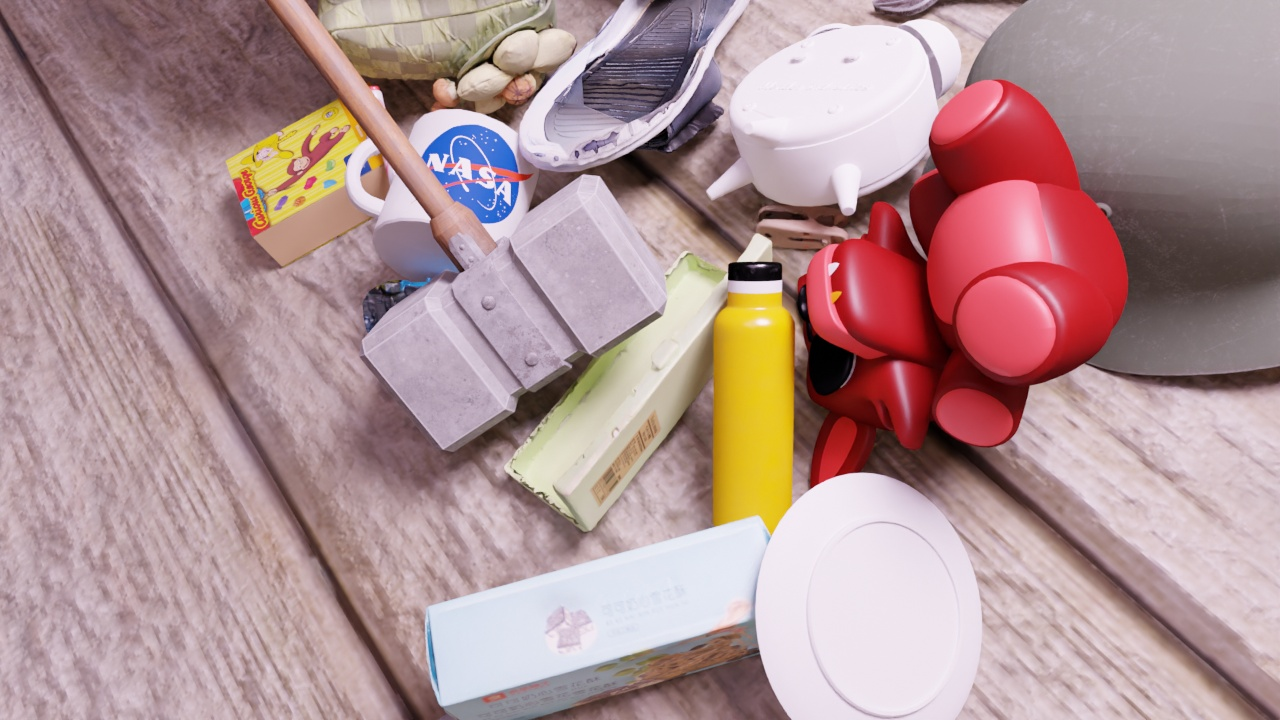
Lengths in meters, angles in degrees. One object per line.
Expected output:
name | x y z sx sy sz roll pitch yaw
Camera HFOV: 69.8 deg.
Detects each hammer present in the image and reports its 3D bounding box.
hammer | -0.138 -0.120 0.508 0.163 0.318 0.082 -33 17 10

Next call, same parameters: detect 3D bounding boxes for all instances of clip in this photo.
clip | 0.105 -0.083 0.593 0.061 0.026 0.049 -23 63 -7

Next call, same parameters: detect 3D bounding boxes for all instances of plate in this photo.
plate | 0.115 0.120 0.436 0.134 0.011 0.134 6 75 -24

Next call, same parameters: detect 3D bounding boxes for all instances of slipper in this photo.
slipper | 0.008 -0.205 0.662 0.111 0.063 0.263 10 53 21

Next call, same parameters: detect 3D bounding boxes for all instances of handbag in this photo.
handbag | -0.141 -0.234 0.682 0.186 0.113 0.117 -10 87 -4

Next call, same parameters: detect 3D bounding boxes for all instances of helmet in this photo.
helmet | 0.276 -0.130 0.497 0.268 0.154 0.226 12 65 37

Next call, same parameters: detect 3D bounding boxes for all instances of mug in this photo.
mug | -0.137 -0.110 0.619 0.121 0.091 0.090 20 64 -15

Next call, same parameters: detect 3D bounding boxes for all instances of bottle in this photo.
bottle | 0.060 0.020 0.491 0.043 0.043 0.144 2 100 15

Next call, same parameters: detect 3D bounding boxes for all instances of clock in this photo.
clock | 0.121 -0.164 0.581 0.125 0.073 0.160 16 56 42

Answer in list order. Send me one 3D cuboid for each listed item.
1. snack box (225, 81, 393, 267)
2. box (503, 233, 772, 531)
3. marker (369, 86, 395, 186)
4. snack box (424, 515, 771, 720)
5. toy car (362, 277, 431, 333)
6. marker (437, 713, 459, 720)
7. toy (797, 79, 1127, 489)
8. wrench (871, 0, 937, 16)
snack box | -0.240 -0.143 0.703 0.126 0.040 0.088 -30 59 -3
box | -0.004 0.003 0.542 0.082 0.098 0.187 31 71 26
marker | -0.176 -0.128 0.657 0.013 0.013 0.142 -14 88 7
snack box | -0.014 0.135 0.462 0.174 0.075 0.053 -15 58 -4
toy car | -0.133 -0.033 0.614 0.105 0.048 0.032 -2 17 12
marker | -0.103 0.199 0.497 0.140 0.016 0.016 -32 59 -4
toy | 0.142 -0.025 0.470 0.120 0.198 0.158 14 60 -27
wrench | 0.286 -0.274 0.621 0.274 0.010 0.070 5 67 31
